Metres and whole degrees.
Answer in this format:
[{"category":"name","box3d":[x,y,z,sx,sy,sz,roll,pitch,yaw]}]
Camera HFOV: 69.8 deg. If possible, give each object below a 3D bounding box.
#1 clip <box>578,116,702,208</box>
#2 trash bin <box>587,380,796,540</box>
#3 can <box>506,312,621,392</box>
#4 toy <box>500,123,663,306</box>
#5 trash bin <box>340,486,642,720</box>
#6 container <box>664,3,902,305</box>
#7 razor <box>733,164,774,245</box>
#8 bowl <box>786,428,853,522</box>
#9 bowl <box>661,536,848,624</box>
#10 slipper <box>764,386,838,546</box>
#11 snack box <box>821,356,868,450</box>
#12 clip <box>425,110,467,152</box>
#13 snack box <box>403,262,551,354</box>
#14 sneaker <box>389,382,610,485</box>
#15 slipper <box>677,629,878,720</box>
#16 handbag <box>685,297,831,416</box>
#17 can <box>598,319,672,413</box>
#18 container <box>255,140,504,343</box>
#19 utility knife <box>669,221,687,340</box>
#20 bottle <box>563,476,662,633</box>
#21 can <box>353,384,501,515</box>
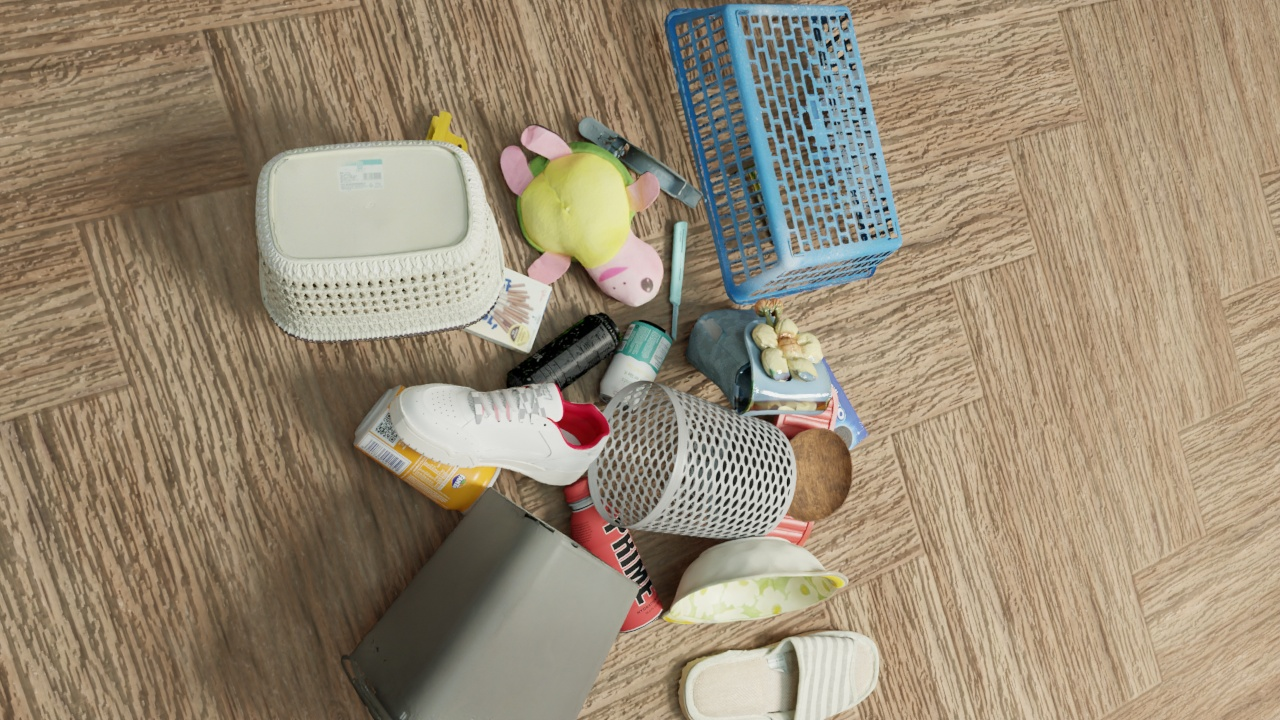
[{"category":"clip","box3d":[0.004,-0.223,1.040,0.172,0.164,0.031,31,99,-12]},{"category":"trash bin","box3d":[0.061,0.119,1.018,0.183,0.157,0.156,17,80,-35]},{"category":"can","box3d":[-0.087,0.000,1.037,0.137,0.054,0.054,-37,99,-19]},{"category":"toy","box3d":[-0.060,-0.160,1.037,0.190,0.087,0.238,-38,102,19]},{"category":"trash bin","box3d":[-0.136,0.265,0.902,0.197,0.198,0.220,40,77,-31]},{"category":"container","box3d":[0.190,-0.267,1.118,0.256,0.089,0.362,-14,91,-32]},{"category":"razor","box3d":[0.156,-0.196,1.163,0.042,0.026,0.106,-25,99,-23]},{"category":"bowl","box3d":[0.200,0.133,1.086,0.102,0.026,0.114,-9,102,-17]},{"category":"bowl","box3d":[0.124,0.246,1.046,0.188,0.220,0.060,36,41,-51]},{"category":"slipper","box3d":[0.172,0.138,1.124,0.103,0.059,0.249,16,95,-20]},{"category":"snack box","box3d":[0.221,0.055,1.166,0.082,0.027,0.150,-36,100,-18]},{"category":"clip","box3d":[-0.218,-0.245,1.022,0.048,0.046,0.054,11,80,13]},{"category":"snack box","box3d":[-0.181,-0.071,1.021,0.150,0.026,0.082,23,78,-18]},{"category":"sneaker","box3d":[-0.131,0.055,0.941,0.236,0.104,0.090,21,37,-35]},{"category":"slipper","box3d":[0.176,0.389,1.115,0.272,0.054,0.114,-3,92,-20]},{"category":"handbag","box3d":[0.136,-0.011,1.047,0.121,0.192,0.119,2,117,-20]},{"category":"can","box3d":[-0.006,0.006,1.067,0.055,0.055,0.101,30,76,-16]},{"category":"container","box3d":[-0.260,-0.124,0.913,0.251,0.143,0.184,-6,70,-12]},{"category":"utility knife","box3d":[0.043,-0.098,1.116,0.022,0.015,0.147,10,83,-52]},{"category":"bottle","box3d":[-0.037,0.216,1.037,0.062,0.062,0.176,-26,96,-21]},{"category":"can","box3d":[-0.223,0.095,0.965,0.142,0.079,0.079,39,74,-14]}]
